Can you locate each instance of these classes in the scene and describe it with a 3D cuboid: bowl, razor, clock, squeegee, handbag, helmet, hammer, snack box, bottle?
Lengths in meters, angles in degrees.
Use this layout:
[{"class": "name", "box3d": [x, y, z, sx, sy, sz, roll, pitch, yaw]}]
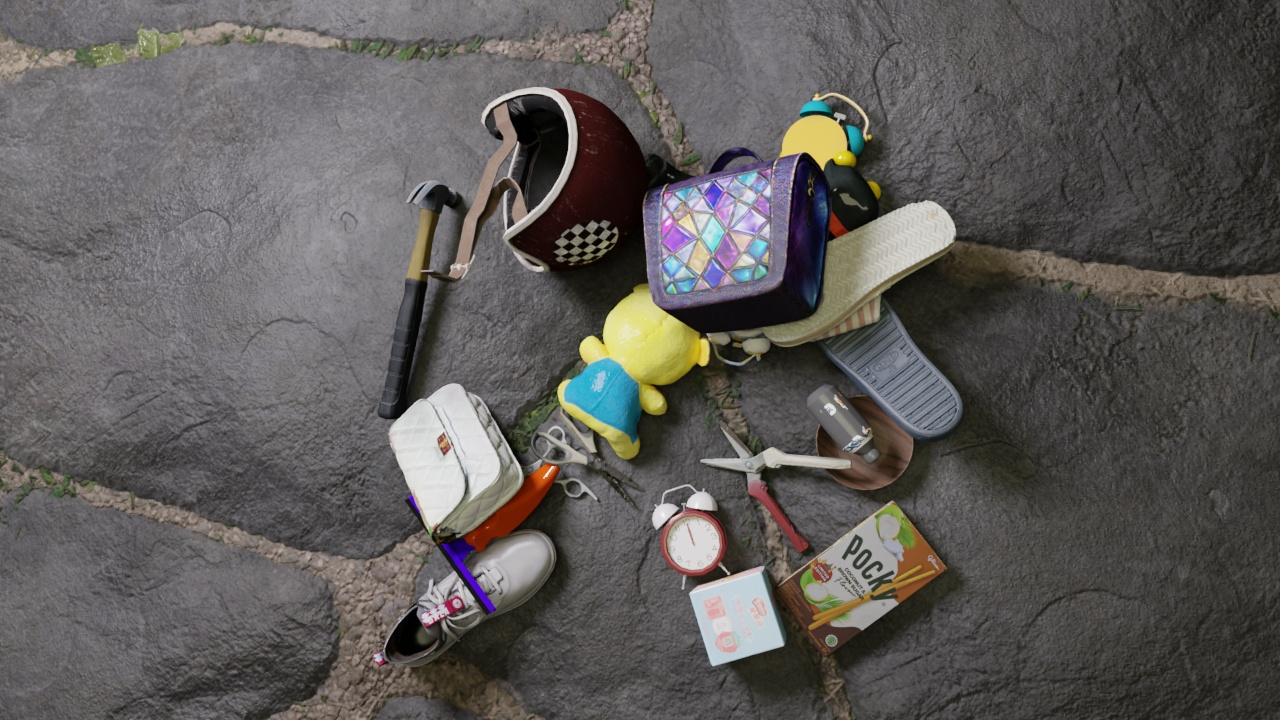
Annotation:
[{"class": "bowl", "box3d": [0.284, 0.105, 1.168, 0.119, 0.032, 0.119, -1, 83, 9]}, {"class": "razor", "box3d": [0.058, -0.231, 1.230, 0.140, 0.063, 0.053, 27, 89, 12]}, {"class": "clock", "box3d": [0.066, 0.224, 1.184, 0.087, 0.044, 0.124, -19, 82, 7]}, {"class": "squeegee", "box3d": [-0.179, 0.198, 1.202, 0.184, 0.055, 0.249, -41, 45, -11]}, {"class": "handbag", "box3d": [0.119, -0.157, 1.123, 0.205, 0.125, 0.221, -8, 71, 30]}, {"class": "clock", "box3d": [0.136, -0.055, 1.204, 0.089, 0.052, 0.125, 16, 89, 10]}, {"class": "helmet", "box3d": [-0.115, -0.219, 1.161, 0.234, 0.253, 0.233, -25, 65, 28]}, {"class": "hammer", "box3d": [-0.312, -0.083, 1.261, 0.025, 0.117, 0.333, 12, 90, 13]}, {"class": "handbag", "box3d": [-0.249, 0.127, 1.197, 0.139, 0.072, 0.195, -40, 51, 3]}, {"class": "snack box", "box3d": [0.123, 0.317, 1.145, 0.095, 0.079, 0.093, -19, 80, 9]}, {"class": "bottle", "box3d": [0.253, 0.080, 1.135, 0.047, 0.047, 0.112, -41, 78, 2]}, {"class": "snack box", "box3d": [0.273, 0.273, 1.149, 0.186, 0.031, 0.101, -37, 79, 3]}, {"class": "clock", "box3d": [0.241, -0.291, 1.220, 0.099, 0.043, 0.130, 42, 98, 12]}]

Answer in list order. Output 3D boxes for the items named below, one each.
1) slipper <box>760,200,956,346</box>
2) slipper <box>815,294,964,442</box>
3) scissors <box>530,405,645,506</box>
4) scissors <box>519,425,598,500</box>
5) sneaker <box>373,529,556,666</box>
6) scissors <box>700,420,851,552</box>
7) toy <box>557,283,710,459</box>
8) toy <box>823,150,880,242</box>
[{"class": "slipper", "box3d": [0.267, -0.100, 1.138, 0.263, 0.052, 0.115, -32, 59, 8]}, {"class": "slipper", "box3d": [0.303, 0.006, 1.146, 0.101, 0.082, 0.263, -35, 55, 3]}, {"class": "scissors", "box3d": [-0.066, 0.121, 1.223, 0.163, 0.013, 0.153, 7, 64, -12]}, {"class": "scissors", "box3d": [-0.136, 0.158, 1.242, 0.165, 0.014, 0.141, 40, 97, 8]}, {"class": "sneaker", "box3d": [-0.227, 0.307, 1.181, 0.263, 0.129, 0.096, -36, 82, -1]}, {"class": "scissors", "box3d": [0.180, 0.147, 1.172, 0.180, 0.015, 0.199, -31, 85, 25]}, {"class": "toy", "box3d": [-0.007, 0.007, 1.203, 0.149, 0.084, 0.214, 39, 89, 3]}, {"class": "toy", "box3d": [0.245, -0.193, 1.183, 0.119, 0.097, 0.099, -32, 33, 27]}]
